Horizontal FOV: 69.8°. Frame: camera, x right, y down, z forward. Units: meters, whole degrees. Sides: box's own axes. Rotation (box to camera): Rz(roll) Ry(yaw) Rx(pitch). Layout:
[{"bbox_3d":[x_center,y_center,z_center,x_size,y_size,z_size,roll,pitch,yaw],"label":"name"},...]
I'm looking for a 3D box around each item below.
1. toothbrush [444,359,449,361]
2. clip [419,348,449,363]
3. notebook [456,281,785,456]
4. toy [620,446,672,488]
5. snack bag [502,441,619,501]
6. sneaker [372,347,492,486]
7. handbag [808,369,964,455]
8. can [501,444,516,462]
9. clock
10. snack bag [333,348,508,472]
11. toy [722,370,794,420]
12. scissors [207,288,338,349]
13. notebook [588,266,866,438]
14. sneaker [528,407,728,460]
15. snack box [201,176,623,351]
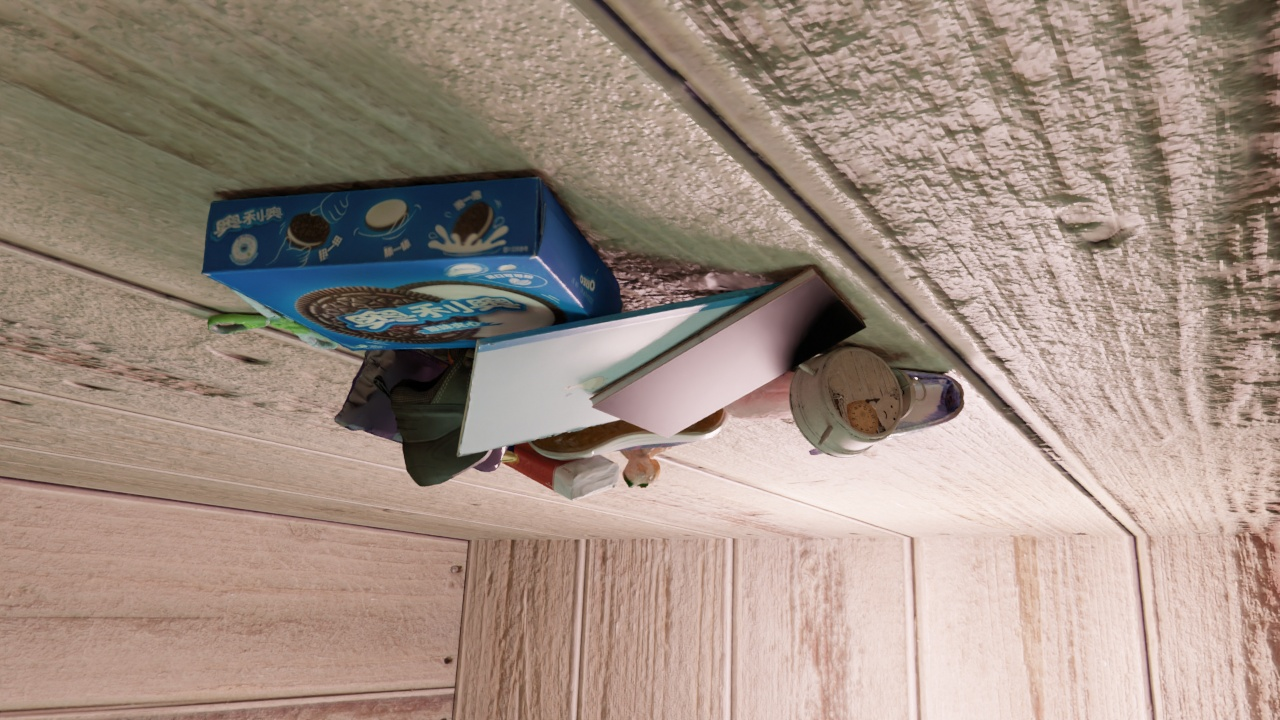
[{"bbox_3d":[-0.228,0.005,0.983,0.135,0.017,0.022,1,152,8],"label":"toothbrush"},{"bbox_3d":[-0.217,0.009,0.963,0.055,0.045,0.102,24,146,-21],"label":"clip"},{"bbox_3d":[-0.017,0.009,0.739,0.253,0.009,0.182,-12,153,-23],"label":"notebook"},{"bbox_3d":[0.010,0.123,1.218,0.074,0.105,0.085,26,153,-7],"label":"toy"},{"bbox_3d":[-0.129,0.109,1.118,0.225,0.041,0.077,22,-156,40],"label":"snack bag"},{"bbox_3d":[-0.128,-0.002,0.827,0.238,0.143,0.101,-28,-171,-5],"label":"sneaker"},{"bbox_3d":[0.261,0.057,1.007,0.126,0.069,0.159,-8,168,-14],"label":"handbag"},{"bbox_3d":[-0.189,0.060,1.031,0.057,0.092,0.116,-9,160,37],"label":"can"},{"bbox_3d":[0.218,0.034,0.879,0.156,0.103,0.061,-5,163,-28],"label":"clock"},{"bbox_3d":[-0.199,0.047,0.903,0.058,0.096,0.205,24,176,41],"label":"snack bag"},{"bbox_3d":[0.143,0.038,0.984,0.108,0.053,0.105,-7,172,31],"label":"toy"},{"bbox_3d":[-0.335,-0.038,0.864,0.172,0.023,0.172,-3,158,29],"label":"scissors"},{"bbox_3d":[0.077,0.002,0.772,0.209,0.008,0.141,-31,153,18],"label":"notebook"},{"bbox_3d":[-0.013,0.068,1.059,0.236,0.087,0.079,-7,165,9],"label":"sneaker"},{"bbox_3d":[-0.151,-0.060,0.664,0.239,0.056,0.195,-1,165,14],"label":"snack box"}]
